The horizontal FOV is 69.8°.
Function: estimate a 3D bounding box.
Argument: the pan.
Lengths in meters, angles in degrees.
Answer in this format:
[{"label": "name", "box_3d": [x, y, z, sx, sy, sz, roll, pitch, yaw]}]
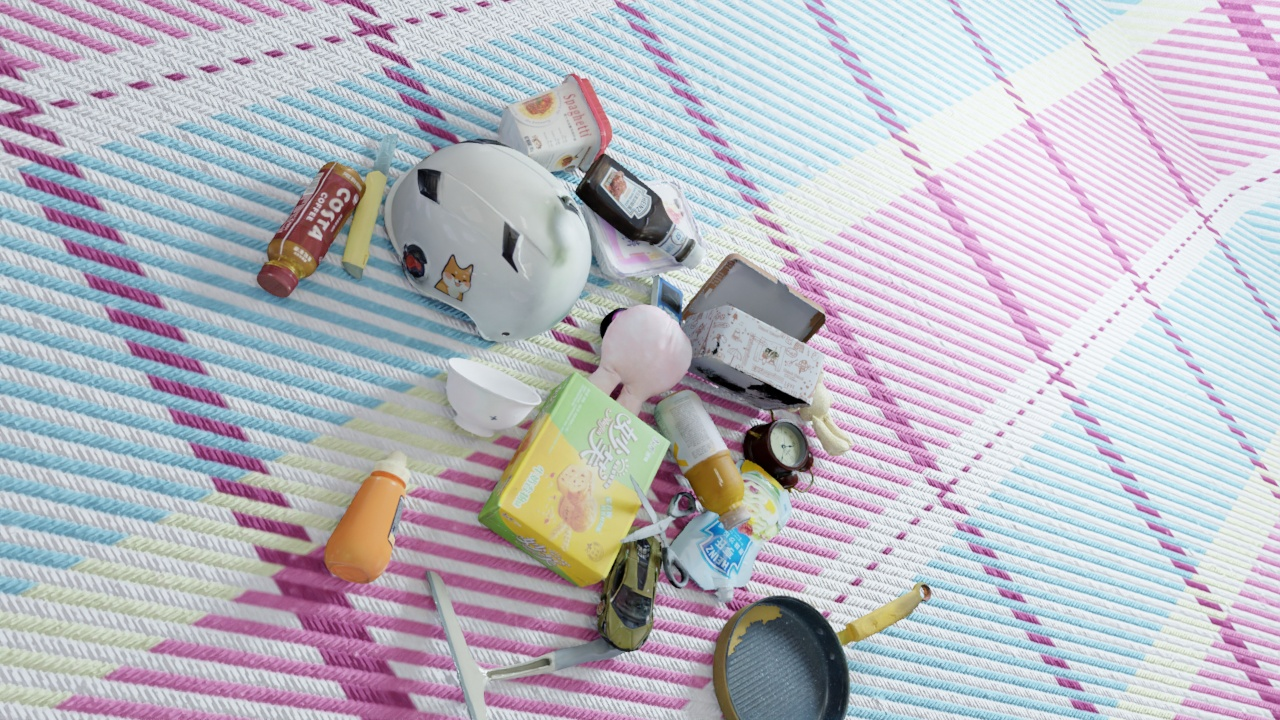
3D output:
[{"label": "pan", "box_3d": [0.251, 0.376, 1.206, 0.356, 0.078, 0.197, -19, 81, -36]}]

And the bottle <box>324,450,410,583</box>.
[{"label": "bottle", "box_3d": [-0.284, 0.162, 0.985, 0.066, 0.067, 0.149, 29, 50, -18]}]

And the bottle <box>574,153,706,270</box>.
[{"label": "bottle", "box_3d": [0.005, -0.195, 1.248, 0.195, 0.044, 0.079, 37, 56, -14]}]

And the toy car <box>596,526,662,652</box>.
[{"label": "toy car", "box_3d": [-0.010, 0.272, 1.102, 0.070, 0.042, 0.157, 27, 46, -19]}]

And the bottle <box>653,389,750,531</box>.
[{"label": "bottle", "box_3d": [0.084, 0.131, 1.201, 0.067, 0.068, 0.189, -16, 70, -35]}]

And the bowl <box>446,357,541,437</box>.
[{"label": "bowl", "box_3d": [-0.183, 0.051, 1.080, 0.118, 0.118, 0.065, 22, 99, -22]}]

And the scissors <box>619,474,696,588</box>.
[{"label": "scissors", "box_3d": [0.026, 0.200, 1.120, 0.159, 0.014, 0.179, -56, 130, -48]}]

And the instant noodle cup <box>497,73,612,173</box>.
[{"label": "instant noodle cup", "box_3d": [-0.121, -0.315, 1.261, 0.124, 0.117, 0.116, -21, 82, -23]}]

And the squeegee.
[{"label": "squeegee", "box_3d": [-0.103, 0.337, 1.033, 0.246, 0.039, 0.246, 0, 52, -39]}]

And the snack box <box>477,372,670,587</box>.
[{"label": "snack box", "box_3d": [-0.076, 0.142, 1.111, 0.157, 0.070, 0.209, 37, 56, -13]}]

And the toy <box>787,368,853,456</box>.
[{"label": "toy", "box_3d": [0.264, 0.068, 1.353, 0.105, 0.066, 0.157, -10, 69, -40]}]

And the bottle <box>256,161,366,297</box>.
[{"label": "bottle", "box_3d": [-0.380, -0.150, 1.058, 0.057, 0.058, 0.174, 31, 57, -17]}]

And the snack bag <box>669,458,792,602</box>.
[{"label": "snack bag", "box_3d": [0.124, 0.226, 1.220, 0.110, 0.039, 0.190, 49, 56, -8]}]

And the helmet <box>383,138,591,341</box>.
[{"label": "helmet", "box_3d": [-0.171, -0.167, 1.131, 0.274, 0.157, 0.229, 48, 53, -5]}]

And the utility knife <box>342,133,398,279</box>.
[{"label": "utility knife", "box_3d": [-0.331, -0.197, 1.132, 0.031, 0.022, 0.215, 19, 68, -24]}]

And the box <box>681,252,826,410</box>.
[{"label": "box", "box_3d": [0.162, -0.042, 1.286, 0.182, 0.152, 0.174, 26, 77, -21]}]

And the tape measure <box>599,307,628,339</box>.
[{"label": "tape measure", "box_3d": [-0.023, -0.043, 1.241, 0.057, 0.039, 0.057, -13, 77, -35]}]

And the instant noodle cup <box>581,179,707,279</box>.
[{"label": "instant noodle cup", "box_3d": [-0.002, -0.178, 1.300, 0.173, 0.060, 0.138, -15, 79, -34]}]

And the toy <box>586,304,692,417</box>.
[{"label": "toy", "box_3d": [-0.007, 0.007, 1.198, 0.121, 0.054, 0.159, 40, 88, -15]}]

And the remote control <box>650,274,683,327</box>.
[{"label": "remote control", "box_3d": [0.034, -0.062, 1.281, 0.049, 0.024, 0.124, 32, 45, -29]}]

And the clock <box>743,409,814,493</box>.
[{"label": "clock", "box_3d": [0.200, 0.134, 1.293, 0.081, 0.055, 0.122, -40, 95, -37]}]
